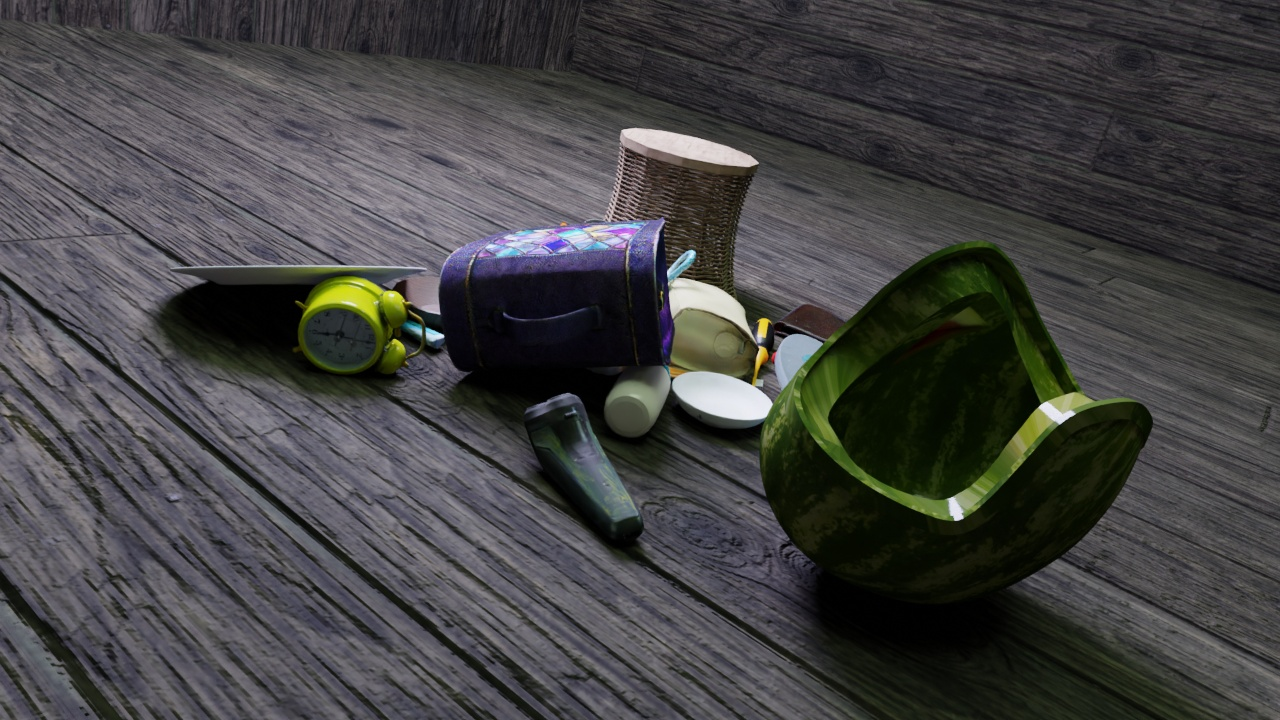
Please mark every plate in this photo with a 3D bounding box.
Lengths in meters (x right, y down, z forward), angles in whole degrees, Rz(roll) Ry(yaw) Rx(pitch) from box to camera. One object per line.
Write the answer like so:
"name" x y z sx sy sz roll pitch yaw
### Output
"plate" -0.341 -0.085 0.930 0.242 0.016 0.242 0 4 0
"plate" 0.080 0.045 0.927 0.104 0.026 0.104 11 23 -5

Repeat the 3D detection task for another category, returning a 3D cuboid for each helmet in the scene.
"helmet" 0.216 0.066 0.677 0.243 0.247 0.213 45 16 -50

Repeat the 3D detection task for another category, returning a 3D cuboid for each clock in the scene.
"clock" -0.257 -0.030 0.845 0.119 0.083 0.057 6 28 -10

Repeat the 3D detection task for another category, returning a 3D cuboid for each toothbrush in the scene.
"toothbrush" 0.141 -0.007 1.088 0.031 0.031 0.196 5 25 9

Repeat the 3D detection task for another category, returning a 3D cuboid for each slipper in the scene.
"slipper" 0.181 0.067 0.917 0.098 0.055 0.268 13 33 -4

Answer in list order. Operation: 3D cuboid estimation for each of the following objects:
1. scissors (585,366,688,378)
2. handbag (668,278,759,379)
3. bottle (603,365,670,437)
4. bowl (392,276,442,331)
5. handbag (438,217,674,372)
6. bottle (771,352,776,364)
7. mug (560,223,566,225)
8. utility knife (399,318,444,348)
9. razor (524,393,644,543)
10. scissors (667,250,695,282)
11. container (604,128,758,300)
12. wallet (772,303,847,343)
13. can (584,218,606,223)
"scissors" -0.005 0.006 0.990 0.128 0.013 0.064 11 23 -2
"handbag" 0.075 -0.033 1.051 0.111 0.081 0.119 16 20 -12
"bottle" 0.002 0.027 0.894 0.051 0.051 0.146 16 22 6
"bowl" -0.213 -0.057 1.003 0.118 0.030 0.117 11 22 -5
"handbag" -0.071 -0.059 0.893 0.205 0.125 0.221 -2 19 12
"bottle" 0.194 0.021 1.036 0.036 0.036 0.119 -6 29 -39
"mug" -0.115 -0.111 1.080 0.077 0.113 0.095 30 21 -8
"utility knife" -0.275 -0.048 0.973 0.181 0.015 0.022 23 21 29
"razor" -0.043 0.081 0.725 0.053 0.067 0.151 -16 41 -24
"scissors" 0.014 -0.071 1.059 0.011 0.134 0.137 43 25 -20
"container" 0.045 -0.197 1.261 0.227 0.196 0.226 11 22 -5
"wallet" 0.248 -0.039 1.223 0.120 0.031 0.099 23 27 20
"can" -0.047 -0.115 1.134 0.067 0.105 0.067 11 22 -5
